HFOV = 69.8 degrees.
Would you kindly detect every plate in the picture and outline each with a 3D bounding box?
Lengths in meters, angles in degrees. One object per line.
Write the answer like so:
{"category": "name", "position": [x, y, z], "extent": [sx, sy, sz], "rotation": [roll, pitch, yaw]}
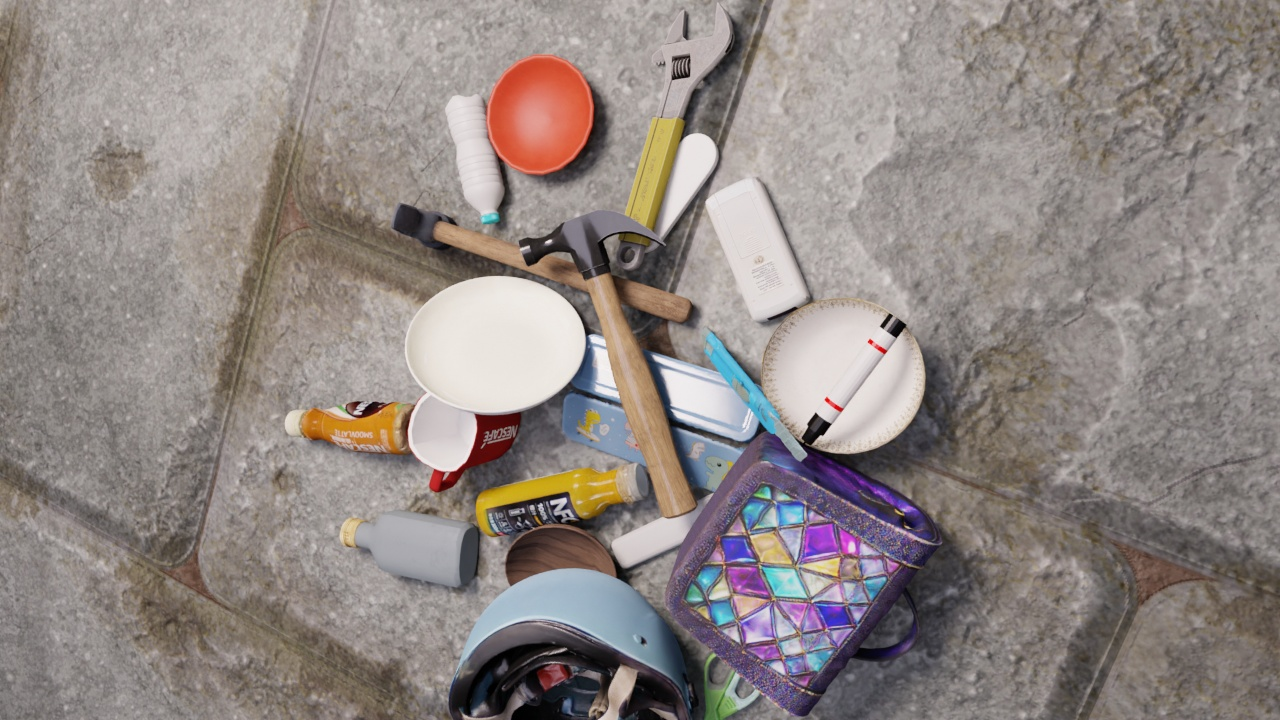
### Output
{"category": "plate", "position": [-0.148, -0.011, 0.946], "extent": [0.182, 0.181, 0.034], "rotation": [27, 144, 16]}

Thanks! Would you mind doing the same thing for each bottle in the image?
{"category": "bottle", "position": [-0.082, 0.146, 0.970], "extent": [0.186, 0.053, 0.053], "rotation": [-15, 88, 20]}
{"category": "bottle", "position": [-0.331, 0.075, 1.053], "extent": [0.167, 0.059, 0.059], "rotation": [1, 94, 20]}
{"category": "bottle", "position": [-0.266, 0.208, 1.045], "extent": [0.161, 0.046, 0.072], "rotation": [6, 96, 19]}
{"category": "bottle", "position": [-0.175, -0.215, 0.986], "extent": [0.044, 0.044, 0.136], "rotation": [-13, 89, 20]}

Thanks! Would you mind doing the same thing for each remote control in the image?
{"category": "remote control", "position": [0.030, -0.169, 0.931], "extent": [0.043, 0.013, 0.137], "rotation": [40, 105, 13]}
{"category": "remote control", "position": [0.029, 0.179, 0.954], "extent": [0.131, 0.012, 0.033], "rotation": [-29, 84, 19]}
{"category": "remote control", "position": [0.114, -0.108, 0.898], "extent": [0.060, 0.025, 0.138], "rotation": [-23, 88, 20]}

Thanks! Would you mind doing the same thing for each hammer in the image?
{"category": "hammer", "position": [-0.005, 0.005, 0.894], "extent": [0.132, 0.040, 0.305], "rotation": [-19, 94, 3]}
{"category": "hammer", "position": [-0.100, -0.098, 0.944], "extent": [0.322, 0.129, 0.040], "rotation": [19, 93, 8]}

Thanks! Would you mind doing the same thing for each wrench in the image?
{"category": "wrench", "position": [0.026, -0.221, 0.914], "extent": [0.084, 0.018, 0.273], "rotation": [18, 94, 30]}

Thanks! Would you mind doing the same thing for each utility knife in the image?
{"category": "utility knife", "position": [0.103, 0.030, 0.864], "extent": [0.198, 0.015, 0.031], "rotation": [-128, 31, -45]}

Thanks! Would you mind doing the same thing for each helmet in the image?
{"category": "helmet", "position": [-0.054, 0.316, 0.905], "extent": [0.226, 0.166, 0.266], "rotation": [-14, 115, 15]}

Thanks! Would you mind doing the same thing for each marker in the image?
{"category": "marker", "position": [0.185, 0.022, 0.816], "extent": [0.019, 0.019, 0.146], "rotation": [38, 104, 14]}

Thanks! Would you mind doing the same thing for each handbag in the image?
{"category": "handbag", "position": [0.155, 0.199, 0.847], "extent": [0.222, 0.125, 0.205], "rotation": [33, 104, 3]}

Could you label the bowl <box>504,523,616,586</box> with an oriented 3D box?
{"category": "bowl", "position": [-0.082, 0.216, 0.974], "extent": [0.119, 0.032, 0.119], "rotation": [3, 116, 7]}

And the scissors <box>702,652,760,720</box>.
{"category": "scissors", "position": [0.072, 0.376, 0.953], "extent": [0.065, 0.033, 0.174], "rotation": [26, 99, 13]}

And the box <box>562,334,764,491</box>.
{"category": "box", "position": [0.019, 0.056, 0.937], "extent": [0.209, 0.039, 0.126], "rotation": [18, 100, 18]}

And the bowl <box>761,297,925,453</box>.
{"category": "bowl", "position": [0.191, 0.013, 0.858], "extent": [0.145, 0.063, 0.145], "rotation": [1, 93, 20]}

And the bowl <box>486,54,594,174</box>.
{"category": "bowl", "position": [-0.099, -0.254, 0.960], "extent": [0.122, 0.035, 0.122], "rotation": [1, 94, 20]}

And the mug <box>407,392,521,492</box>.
{"category": "mug", "position": [-0.192, 0.084, 0.983], "extent": [0.080, 0.096, 0.116], "rotation": [24, 101, 17]}
